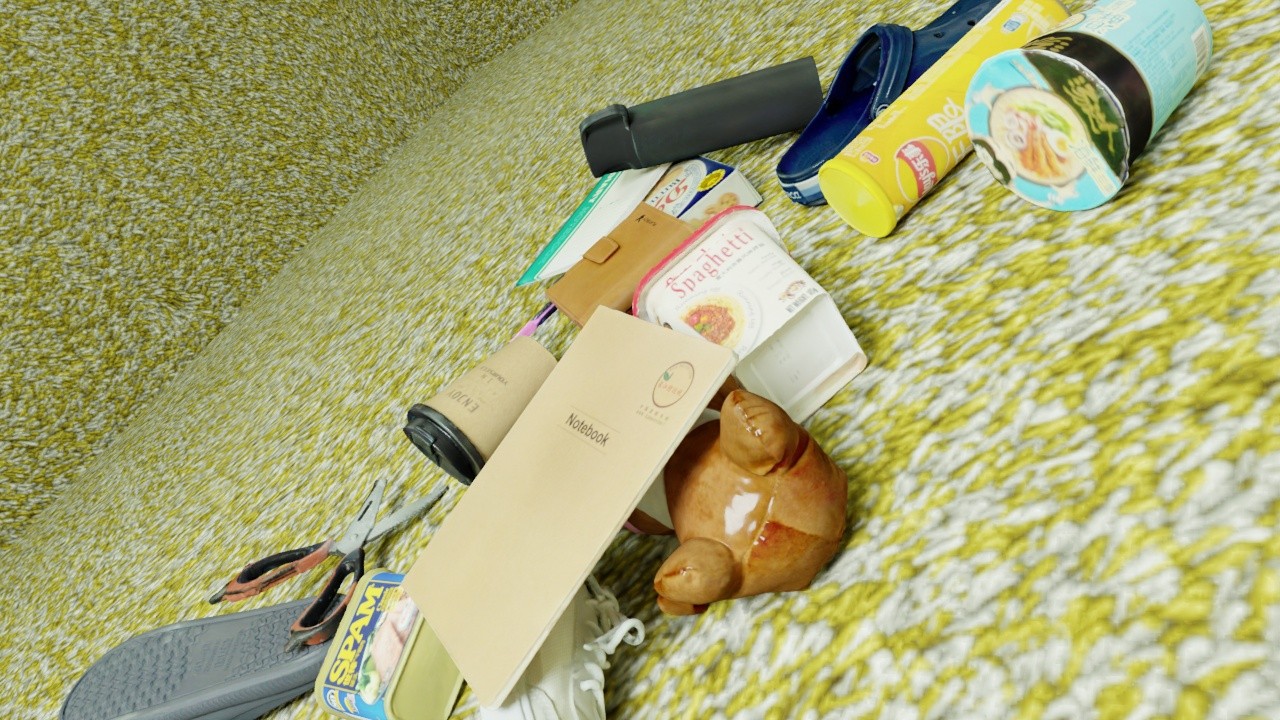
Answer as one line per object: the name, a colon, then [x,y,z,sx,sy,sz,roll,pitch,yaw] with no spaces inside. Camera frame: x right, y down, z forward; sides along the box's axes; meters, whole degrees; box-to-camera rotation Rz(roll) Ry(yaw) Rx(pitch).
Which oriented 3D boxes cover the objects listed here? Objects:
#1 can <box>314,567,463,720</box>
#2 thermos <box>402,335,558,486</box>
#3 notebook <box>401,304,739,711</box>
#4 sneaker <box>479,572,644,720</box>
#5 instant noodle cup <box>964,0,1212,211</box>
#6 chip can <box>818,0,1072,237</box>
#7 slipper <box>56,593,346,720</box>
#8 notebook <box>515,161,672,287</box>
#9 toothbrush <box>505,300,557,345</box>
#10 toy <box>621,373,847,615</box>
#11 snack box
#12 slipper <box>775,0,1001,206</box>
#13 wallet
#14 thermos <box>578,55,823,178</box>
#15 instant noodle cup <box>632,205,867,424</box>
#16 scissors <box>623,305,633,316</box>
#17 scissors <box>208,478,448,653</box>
can: [-0.159,0.194,0.617,0.083,0.057,0.101,-9,53,41]
thermos: [-0.138,0.044,0.820,0.143,0.093,0.093,-46,25,-28]
notebook: [-0.047,0.065,0.500,0.207,0.008,0.148,-55,32,-8]
sneaker: [-0.044,0.164,0.507,0.090,0.090,0.242,-10,38,-8]
instant noodle cup: [0.285,-0.172,0.573,0.120,0.111,0.111,-40,24,-18]
chip can: [0.233,-0.189,0.699,0.213,0.072,0.072,-44,25,-8]
slipper: [-0.344,0.270,0.753,0.268,0.083,0.110,-16,26,5]
notebook: [-0.041,-0.164,1.005,0.151,0.012,0.208,-10,39,52]
toothbrush: [-0.065,-0.073,0.888,0.189,0.014,0.018,-44,15,-2]
toy: [0.024,0.065,0.531,0.140,0.130,0.199,-66,19,3]
snack box: [0.013,-0.137,0.948,0.178,0.046,0.182,-41,25,-1]
slipper: [0.211,-0.241,0.792,0.253,0.095,0.105,-42,28,5]
wallet: [-0.019,-0.084,0.828,0.131,0.031,0.108,-42,33,-4]
thermos: [0.060,-0.246,0.924,0.243,0.090,0.068,-13,75,8]
instant noodle cup: [0.076,-0.024,0.613,0.116,0.116,0.124,-41,36,-2]
scissors: [0.047,-0.074,0.780,0.222,0.021,0.231,-30,15,44]
scissors: [-0.259,0.169,0.792,0.222,0.015,0.189,-27,28,-20]
